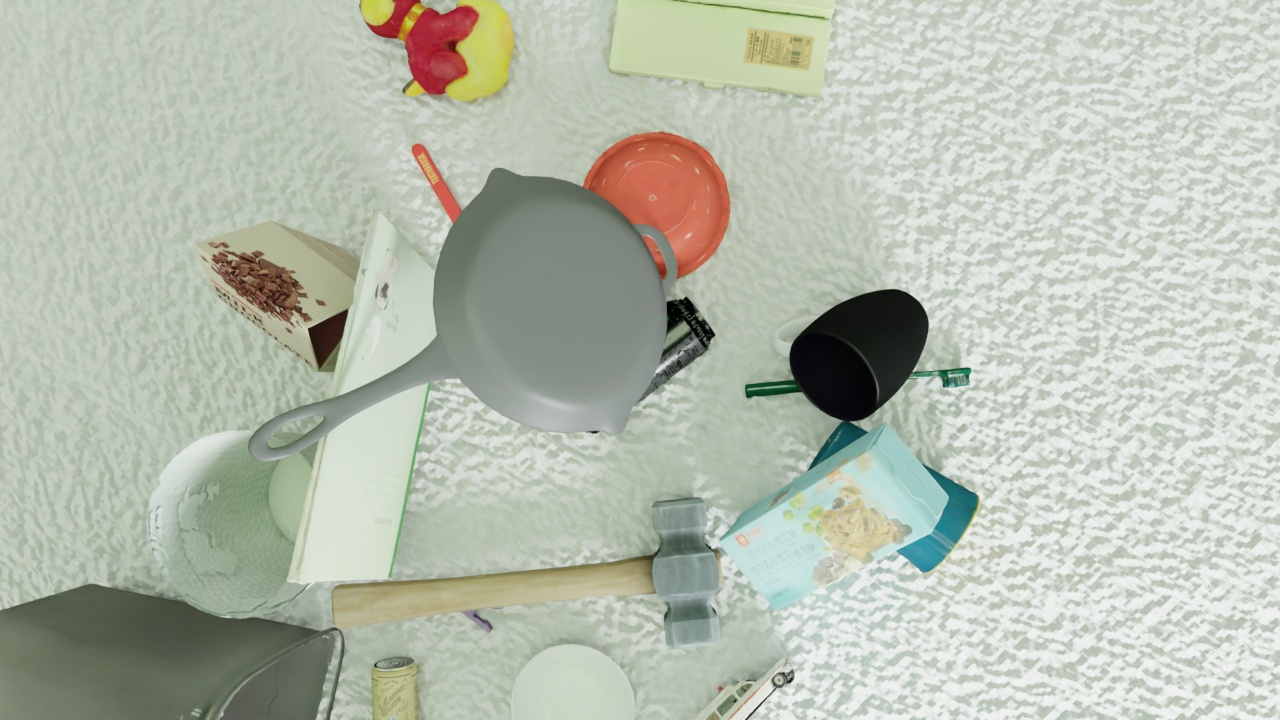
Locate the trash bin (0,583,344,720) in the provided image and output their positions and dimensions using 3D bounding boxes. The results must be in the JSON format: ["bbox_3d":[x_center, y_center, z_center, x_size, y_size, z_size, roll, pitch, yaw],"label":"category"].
[{"bbox_3d":[-0.391,0.288,0.719,0.220,0.197,0.197,14,91,9],"label":"trash bin"}]

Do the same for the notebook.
[{"bbox_3d":[-0.193,0.038,0.689,0.010,0.182,0.252,8,78,6],"label":"notebook"}]

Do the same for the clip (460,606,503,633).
[{"bbox_3d":[-0.140,0.211,0.790,0.046,0.014,0.050,-37,90,2],"label":"clip"}]

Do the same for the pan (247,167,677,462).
[{"bbox_3d":[-0.103,-0.019,0.647,0.353,0.024,0.216,-29,98,-31],"label":"pan"}]

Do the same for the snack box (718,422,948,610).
[{"bbox_3d":[0.145,0.125,0.713,0.075,0.053,0.175,51,129,3],"label":"snack box"}]

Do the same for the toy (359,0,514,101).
[{"bbox_3d":[-0.175,-0.273,0.779,0.137,0.067,0.105,28,93,-9],"label":"toy"}]

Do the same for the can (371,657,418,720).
[{"bbox_3d":[-0.208,0.297,0.779,0.038,0.038,0.079,-2,89,3],"label":"can"}]

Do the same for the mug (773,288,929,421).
[{"bbox_3d":[0.170,-0.016,0.746,0.100,0.119,0.085,-36,128,-32],"label":"mug"}]

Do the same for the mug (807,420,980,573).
[{"bbox_3d":[0.201,0.105,0.746,0.121,0.078,0.078,35,91,8],"label":"mug"}]

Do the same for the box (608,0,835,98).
[{"bbox_3d":[0.072,-0.301,0.783,0.187,0.024,0.137,10,92,3],"label":"box"}]

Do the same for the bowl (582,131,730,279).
[{"bbox_3d":[0.012,-0.133,0.771,0.130,0.045,0.130,0,89,3],"label":"bowl"}]

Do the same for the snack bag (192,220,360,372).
[{"bbox_3d":[-0.251,-0.046,0.701,0.094,0.206,0.070,36,91,3],"label":"snack bag"}]

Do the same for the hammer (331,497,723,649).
[{"bbox_3d":[-0.094,0.189,0.764,0.323,0.051,0.117,-6,84,1],"label":"hammer"}]

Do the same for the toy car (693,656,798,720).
[{"bbox_3d":[0.082,0.285,0.767,0.113,0.039,0.039,-47,66,1],"label":"toy car"}]

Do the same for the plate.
[{"bbox_3d":[-0.056,0.289,0.778,0.104,0.026,0.104,0,90,3],"label":"plate"}]

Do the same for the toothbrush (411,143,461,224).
[{"bbox_3d":[-0.143,-0.097,0.785,0.012,0.018,0.212,-31,84,7],"label":"toothbrush"}]

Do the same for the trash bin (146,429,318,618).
[{"bbox_3d":[-0.279,0.116,0.723,0.133,0.161,0.133,0,89,3],"label":"trash bin"}]

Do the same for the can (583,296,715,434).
[{"bbox_3d":[-0.004,0.005,0.765,0.138,0.054,0.054,-37,88,2],"label":"can"}]

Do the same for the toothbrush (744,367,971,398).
[{"bbox_3d":[0.184,0.021,0.775,0.190,0.016,0.017,-4,93,3],"label":"toothbrush"}]
